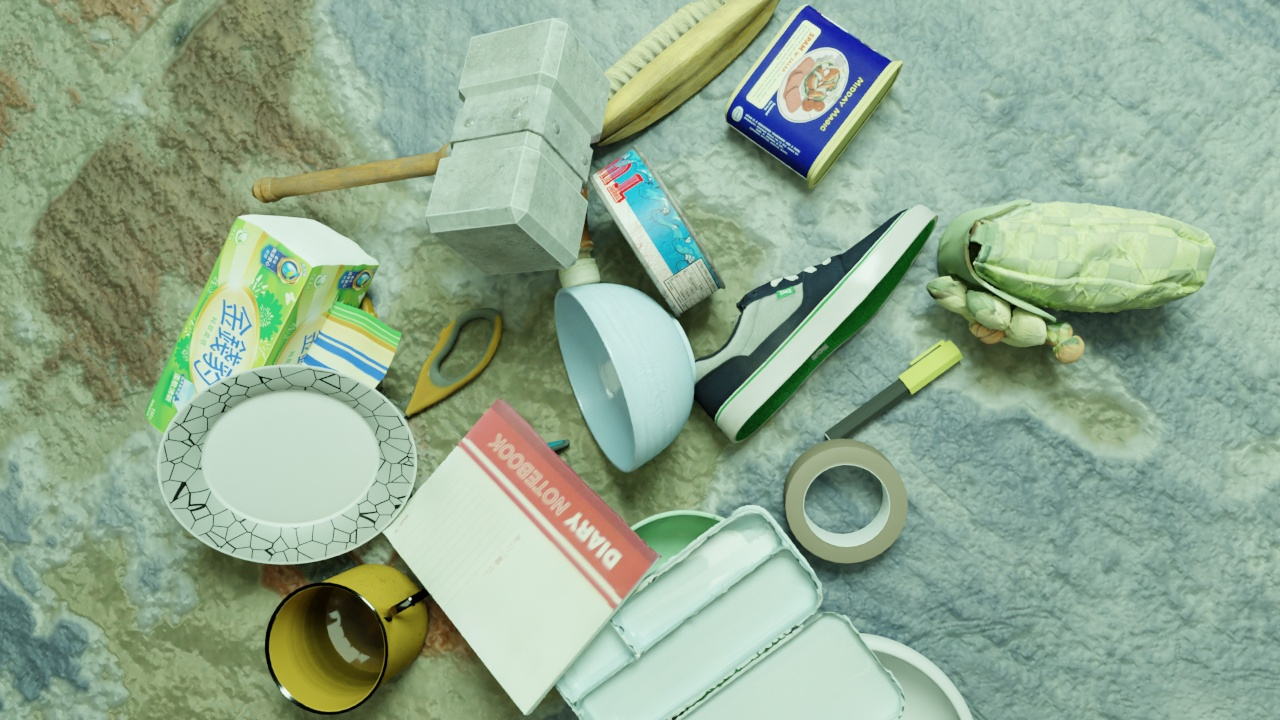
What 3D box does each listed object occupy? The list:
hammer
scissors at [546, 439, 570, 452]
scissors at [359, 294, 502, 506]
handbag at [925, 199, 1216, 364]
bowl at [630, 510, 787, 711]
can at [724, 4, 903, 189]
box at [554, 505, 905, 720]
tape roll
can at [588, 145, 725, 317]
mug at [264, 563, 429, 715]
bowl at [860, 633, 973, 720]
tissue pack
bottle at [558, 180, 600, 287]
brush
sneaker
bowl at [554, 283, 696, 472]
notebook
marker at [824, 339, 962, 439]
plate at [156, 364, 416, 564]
[{"bbox_3d":[-0.188,-0.148,0.711,0.318,0.083,0.162,-2,68,28],"label":"hammer"},{"bbox_3d":[-0.120,0.101,0.776,0.126,0.019,0.144,33,87,11],"label":"scissors"},{"bbox_3d":[-0.220,0.023,0.794,0.216,0.016,0.225,38,95,7],"label":"scissors"},{"bbox_3d":[0.311,-0.057,0.683,0.186,0.113,0.117,8,96,7],"label":"handbag"},{"bbox_3d":[0.040,0.189,0.723,0.151,0.077,0.151,0,88,7],"label":"bowl"},{"bbox_3d":[0.136,-0.213,0.737,0.092,0.056,0.116,38,93,8],"label":"can"},{"bbox_3d":[0.059,0.233,0.666,0.209,0.037,0.189,-40,86,6],"label":"box"},{"bbox_3d":[0.161,0.111,0.726,0.094,0.030,0.094,1,98,6],"label":"tape roll"},{"bbox_3d":[0.013,-0.099,0.711,0.044,0.130,0.130,-33,84,5],"label":"can"},{"bbox_3d":[-0.223,0.216,0.746,0.124,0.094,0.100,-30,85,8],"label":"mug"},{"bbox_3d":[0.164,0.294,0.707,0.177,0.066,0.176,0,88,7],"label":"bowl"},{"bbox_3d":[-0.279,-0.001,0.743,0.141,0.120,0.198,33,109,8],"label":"tissue pack"},{"bbox_3d":[-0.070,-0.139,0.759,0.059,0.059,0.167,-17,86,6],"label":"bottle"},{"bbox_3d":[0.031,-0.248,0.751,0.195,0.059,0.043,-38,75,2],"label":"brush"},{"bbox_3d":[0.130,-0.045,0.722,0.235,0.084,0.079,-45,70,4],"label":"sneaker"},{"bbox_3d":[-0.004,0.004,0.712,0.074,0.151,0.150,-20,85,-17],"label":"bowl"},{"bbox_3d":[-0.100,0.143,0.717,0.209,0.012,0.153,39,89,33],"label":"notebook"},{"bbox_3d":[0.201,0.026,0.738,0.124,0.017,0.021,-37,83,6],"label":"marker"},{"bbox_3d":[-0.273,0.082,0.722,0.188,0.016,0.189,-8,122,-14],"label":"plate"}]
